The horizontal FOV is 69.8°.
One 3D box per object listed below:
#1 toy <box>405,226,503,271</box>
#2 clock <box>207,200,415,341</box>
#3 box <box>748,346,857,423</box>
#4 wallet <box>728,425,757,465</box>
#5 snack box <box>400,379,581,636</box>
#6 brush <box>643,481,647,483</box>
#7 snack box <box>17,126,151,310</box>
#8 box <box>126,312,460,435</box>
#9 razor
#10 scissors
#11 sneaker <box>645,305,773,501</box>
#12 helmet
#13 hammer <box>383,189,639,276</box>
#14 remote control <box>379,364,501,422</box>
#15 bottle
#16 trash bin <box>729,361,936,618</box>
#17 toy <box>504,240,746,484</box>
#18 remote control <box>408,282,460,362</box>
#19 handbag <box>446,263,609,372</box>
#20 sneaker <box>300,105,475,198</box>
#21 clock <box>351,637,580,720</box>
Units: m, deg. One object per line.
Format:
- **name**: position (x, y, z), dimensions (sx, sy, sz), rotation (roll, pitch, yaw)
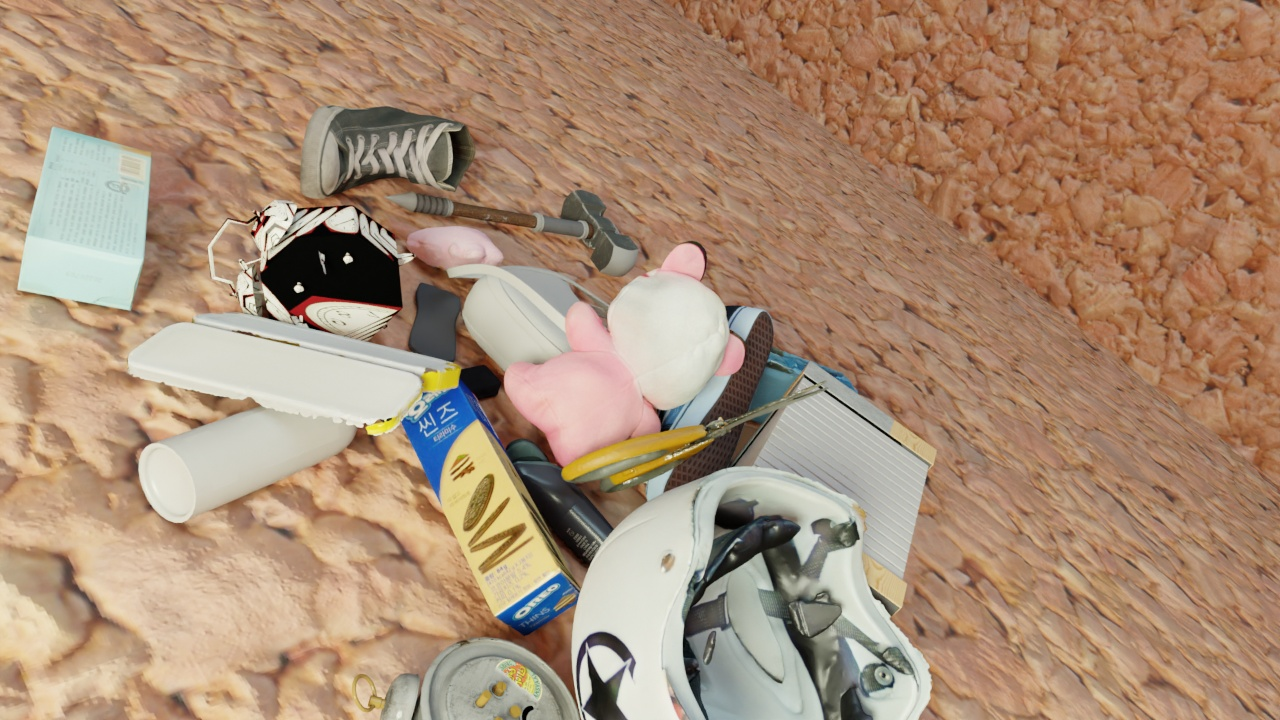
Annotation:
- **toy**: position (-0.185, -0.115, 0.971), dimensions (0.093, 0.050, 0.102), rotation (20, 13, 40)
- **clock**: position (-0.270, -0.069, 0.748), dimensions (0.154, 0.115, 0.065), rotation (13, 34, -29)
- **box**: position (0.130, 0.023, 1.042), dimensions (0.231, 0.093, 0.048), rotation (18, 34, -25)
- **wallet**: position (0.137, 0.102, 1.005), dimensions (0.120, 0.013, 0.087), rotation (16, 32, -29)
- **snack box**: position (-0.117, 0.098, 0.679), dimensions (0.206, 0.056, 0.057), rotation (54, -3, 34)
- **brush**: position (0.054, 0.121, 0.894), dimensions (0.217, 0.012, 0.033), rotation (14, 33, -28)
- **snack box**: position (-0.432, -0.114, 0.720), dimensions (0.075, 0.053, 0.174), rotation (12, 32, -34)
- **box**: position (-0.246, 0.003, 0.665), dimensions (0.210, 0.039, 0.129), rotation (13, 21, 12)
- **razor**: position (-0.060, 0.123, 0.739), dimensions (0.143, 0.047, 0.052), rotation (44, 27, 12)
- **scissors**: position (0.041, 0.060, 0.733), dimensions (0.161, 0.226, 0.016), rotation (15, 52, -59)
- **sneaker**: position (0.045, 0.045, 0.896), dimensions (0.098, 0.083, 0.240), rotation (6, 54, 33)
- **helmet**: position (0.055, 0.208, 0.577), dimensions (0.236, 0.164, 0.264), rotation (-7, 75, -49)
- **hammer**: position (-0.159, -0.174, 1.121), dimensions (0.321, 0.043, 0.156), rotation (3, 40, -40)
- **remote control**: position (-0.177, 0.027, 0.797), dimensions (0.032, 0.015, 0.136), rotation (44, 30, 21)
- **bottle**: position (-0.246, 0.052, 0.644), dimensions (0.052, 0.053, 0.194), rotation (40, 28, 13)
- **trash bin**: position (0.140, 0.138, 0.793), dimensions (0.142, 0.143, 0.246), rotation (36, 31, 6)
- **toy**: position (-0.005, 0.005, 0.795), dimensions (0.142, 0.212, 0.084), rotation (60, -17, -16)
- **remote control**: position (-0.197, -0.035, 0.881), dimensions (0.046, 0.009, 0.124), rotation (21, 30, -21)
- **handbag**: position (-0.070, -0.040, 0.939), dimensions (0.216, 0.096, 0.222), rotation (45, 24, 12)
- **sneaker**: position (-0.271, -0.220, 0.989), dimensions (0.120, 0.095, 0.234), rotation (13, 18, 9)
- **clock**: position (-0.099, 0.212, 0.537), dimensions (0.147, 0.056, 0.103), rotation (25, 28, -19)
